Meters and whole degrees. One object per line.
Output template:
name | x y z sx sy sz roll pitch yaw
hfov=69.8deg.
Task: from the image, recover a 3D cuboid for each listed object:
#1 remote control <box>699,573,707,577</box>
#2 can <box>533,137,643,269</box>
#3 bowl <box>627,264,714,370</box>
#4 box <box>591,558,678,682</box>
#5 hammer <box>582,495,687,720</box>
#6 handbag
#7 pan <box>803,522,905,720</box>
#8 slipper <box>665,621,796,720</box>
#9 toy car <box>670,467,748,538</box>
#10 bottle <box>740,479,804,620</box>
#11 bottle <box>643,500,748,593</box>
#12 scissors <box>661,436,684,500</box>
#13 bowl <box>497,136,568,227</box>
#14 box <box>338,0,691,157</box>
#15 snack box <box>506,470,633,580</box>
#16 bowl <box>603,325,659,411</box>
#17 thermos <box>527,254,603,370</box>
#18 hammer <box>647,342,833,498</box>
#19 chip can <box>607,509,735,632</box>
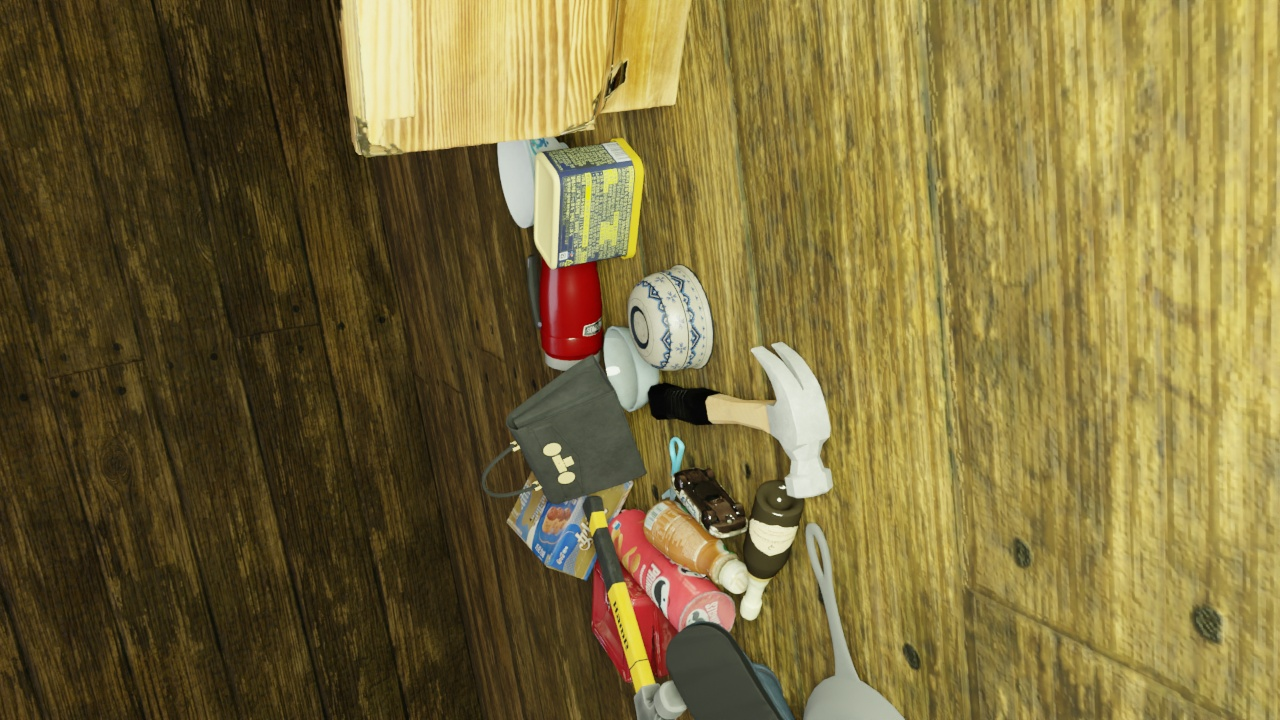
remote control | 0.059 0.227 1.105 0.124 0.028 0.012 32 145 60
can | -0.063 -0.180 1.063 0.075 0.104 0.135 -123 29 -41
bowl | 0.025 -0.041 0.987 0.116 0.059 0.115 166 90 -68
box | -0.002 0.342 1.250 0.157 0.097 0.130 -145 51 -64
hammer | -0.023 0.313 1.140 0.170 0.034 0.324 114 145 -47
handbag | -0.111 0.115 1.164 0.072 0.195 0.176 56 170 42
pan | 0.188 0.324 0.826 0.217 0.024 0.354 -20 80 62
slipper | 0.125 0.396 0.984 0.109 0.083 0.265 -32 81 22
toy car | 0.073 0.157 0.998 0.113 0.048 0.041 -131 39 -50
bottle | 0.122 0.196 0.907 0.045 0.045 0.185 -124 30 -42
bottle | 0.066 0.213 1.038 0.167 0.059 0.059 26 126 57
scissors | 0.039 0.141 1.122 0.143 0.015 0.095 -43 63 61
bowl | -0.134 -0.256 1.234 0.144 0.074 0.144 166 90 -68
box | -0.126 -0.371 0.814 0.286 0.335 0.280 56 149 38
snack box | -0.108 0.209 1.345 0.155 0.069 0.203 -63 25 -3
bowl | -0.007 0.007 1.120 0.106 0.039 0.106 166 90 -68
thermos | -0.104 -0.093 1.224 0.108 0.083 0.199 13 118 27
hammer | 0.084 0.050 0.928 0.329 0.039 0.131 -178 77 -68
chip can | 0.030 0.262 1.138 0.233 0.073 0.073 -146 47 -61
